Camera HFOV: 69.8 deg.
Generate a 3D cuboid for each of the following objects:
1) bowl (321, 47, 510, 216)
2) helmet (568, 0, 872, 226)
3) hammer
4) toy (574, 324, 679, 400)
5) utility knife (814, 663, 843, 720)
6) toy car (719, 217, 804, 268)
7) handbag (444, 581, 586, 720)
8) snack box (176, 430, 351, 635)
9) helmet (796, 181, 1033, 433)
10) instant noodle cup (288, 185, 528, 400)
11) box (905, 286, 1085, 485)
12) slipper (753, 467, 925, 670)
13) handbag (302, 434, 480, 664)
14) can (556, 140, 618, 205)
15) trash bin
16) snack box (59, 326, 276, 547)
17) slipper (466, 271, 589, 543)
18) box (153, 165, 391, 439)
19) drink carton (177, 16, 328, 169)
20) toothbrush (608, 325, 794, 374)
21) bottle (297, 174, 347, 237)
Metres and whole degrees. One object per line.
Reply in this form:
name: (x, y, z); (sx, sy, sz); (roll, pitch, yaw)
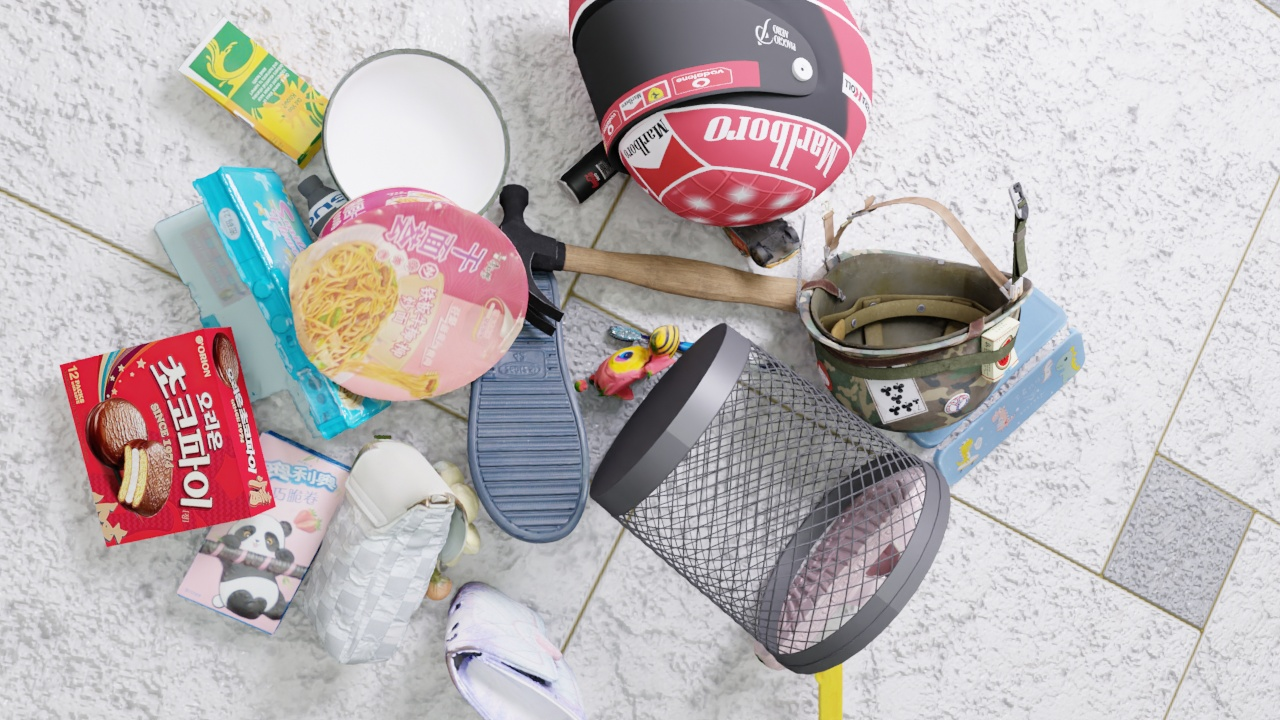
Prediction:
bowl: (-0.194, -0.180, 0.782); (0.153, 0.073, 0.153); (-2, 94, -24)
helmet: (0.068, -0.228, 0.774); (0.270, 0.198, 0.224); (6, 76, -29)
hammer: (0.019, -0.075, 0.841); (0.305, 0.040, 0.132); (8, 60, -19)
toy: (-0.005, 0.005, 0.830); (0.104, 0.084, 0.046); (-35, 76, 17)
utility knife: (0.181, 0.365, 0.881); (0.030, 0.019, 0.228); (-12, 111, -17)
toy car: (0.107, -0.122, 0.866); (0.047, 0.047, 0.112); (-33, 58, -8)
handbag: (-0.110, 0.254, 0.774); (0.069, 0.158, 0.126); (-43, 99, -5)
snack box: (-0.318, 0.146, 0.789); (0.088, 0.033, 0.154); (28, 85, -11)
helmet: (0.242, -0.048, 0.820); (0.223, 0.193, 0.236); (-12, 114, -44)
instant noodle cup: (-0.186, -0.061, 0.731); (0.178, 0.077, 0.179); (-13, 129, -16)
box: (0.361, 0.026, 0.932); (0.209, 0.047, 0.122); (-40, 98, -7)
slipper: (0.205, 0.206, 0.878); (0.064, 0.094, 0.239); (40, 89, -6)
handbag: (-0.207, 0.166, 0.777); (0.123, 0.112, 0.171); (19, 100, -46)
can: (-0.038, -0.180, 0.845); (0.080, 0.031, 0.031); (-42, 99, -9)
trash bin: (0.103, 0.111, 0.795); (0.227, 0.218, 0.217); (38, 83, -7)
snack box: (-0.383, 0.062, 0.745); (0.133, 0.035, 0.152); (-12, 93, 10)
slipper: (-0.109, 0.034, 0.816); (0.101, 0.083, 0.263); (-2, 72, -16)
box: (-0.318, -0.034, 0.766); (0.117, 0.097, 0.227); (-23, 98, 11)
drink carton: (-0.316, -0.222, 0.777); (0.122, 0.041, 0.058); (38, 83, -10)
toothbrush: (0.061, -0.009, 0.878); (0.189, 0.017, 0.016); (12, 87, -12)
bottle: (-0.251, -0.111, 0.791); (0.047, 0.047, 0.112); (-40, 99, -9)
